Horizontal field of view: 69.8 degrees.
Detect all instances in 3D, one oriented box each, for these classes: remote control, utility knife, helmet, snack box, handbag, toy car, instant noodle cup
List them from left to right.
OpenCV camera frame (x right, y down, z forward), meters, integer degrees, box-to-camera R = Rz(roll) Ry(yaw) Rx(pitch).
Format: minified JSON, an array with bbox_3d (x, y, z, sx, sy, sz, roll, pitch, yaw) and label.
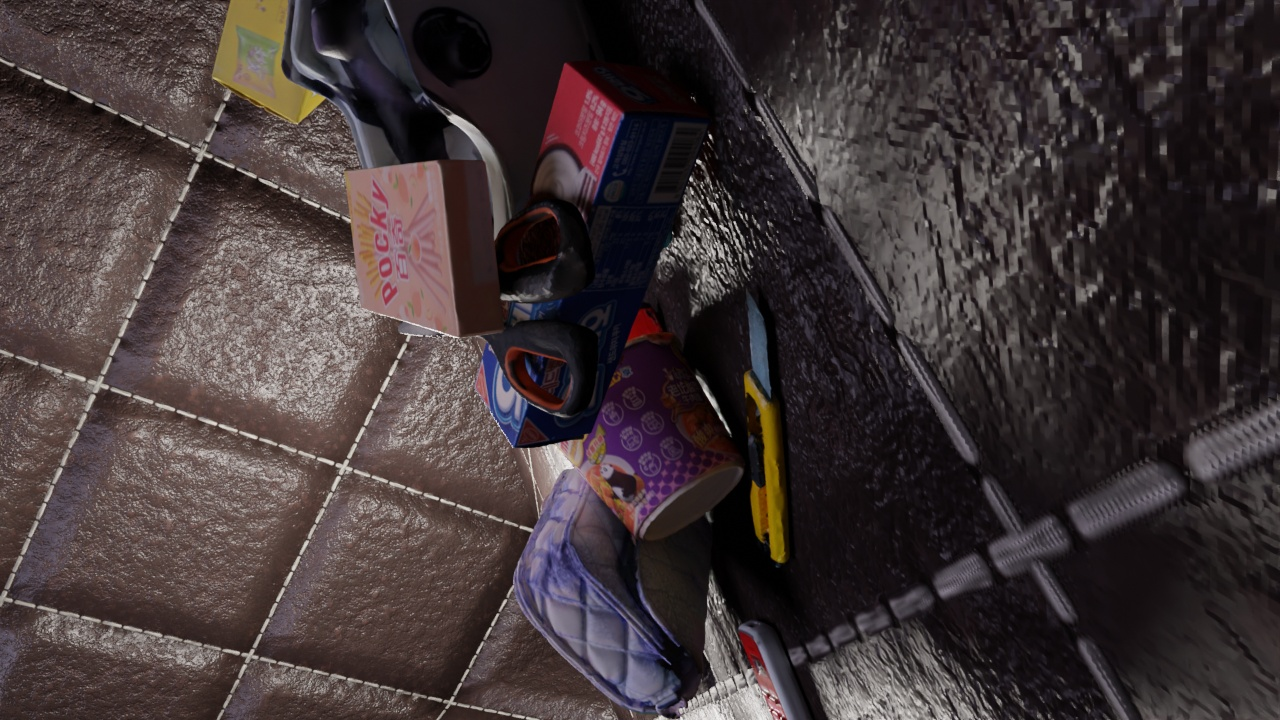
[{"bbox_3d":[-0.220,-0.298,0.664,0.211,0.070,0.157,-54,14,35],"label":"snack box"},{"bbox_3d":[-0.121,-0.063,0.494,0.157,0.026,0.084,14,111,55],"label":"snack box"},{"bbox_3d":[-0.103,-0.171,0.565,0.258,0.145,0.229,53,158,2],"label":"helmet"},{"bbox_3d":[-0.032,-0.047,0.483,0.058,0.057,0.208,49,132,35],"label":"snack box"},{"bbox_3d":[-0.007,0.139,0.643,0.134,0.076,0.193,48,-162,-11],"label":"handbag"},{"bbox_3d":[-0.004,0.004,0.665,0.031,0.049,0.106,-124,18,-44],"label":"toy car"},{"bbox_3d":[0.006,0.054,0.590,0.099,0.111,0.112,55,163,24],"label":"instant noodle cup"},{"bbox_3d":[0.067,0.047,0.512,0.033,0.015,0.207,51,158,48],"label":"utility knife"},{"bbox_3d":[0.108,0.258,0.675,0.056,0.020,0.136,143,105,-76],"label":"remote control"}]

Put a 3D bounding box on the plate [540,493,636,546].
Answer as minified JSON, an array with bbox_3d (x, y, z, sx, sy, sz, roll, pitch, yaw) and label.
[{"bbox_3d":[-0.005,0.178,0.783,0.192,0.039,0.192,46,-170,-11],"label":"plate"}]

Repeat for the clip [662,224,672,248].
[{"bbox_3d":[0.010,-0.089,0.538,0.056,0.014,0.040,84,161,-52],"label":"clip"}]

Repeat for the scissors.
[{"bbox_3d":[-0.090,-0.014,0.500,0.235,0.021,0.162,-36,67,50],"label":"scissors"}]
